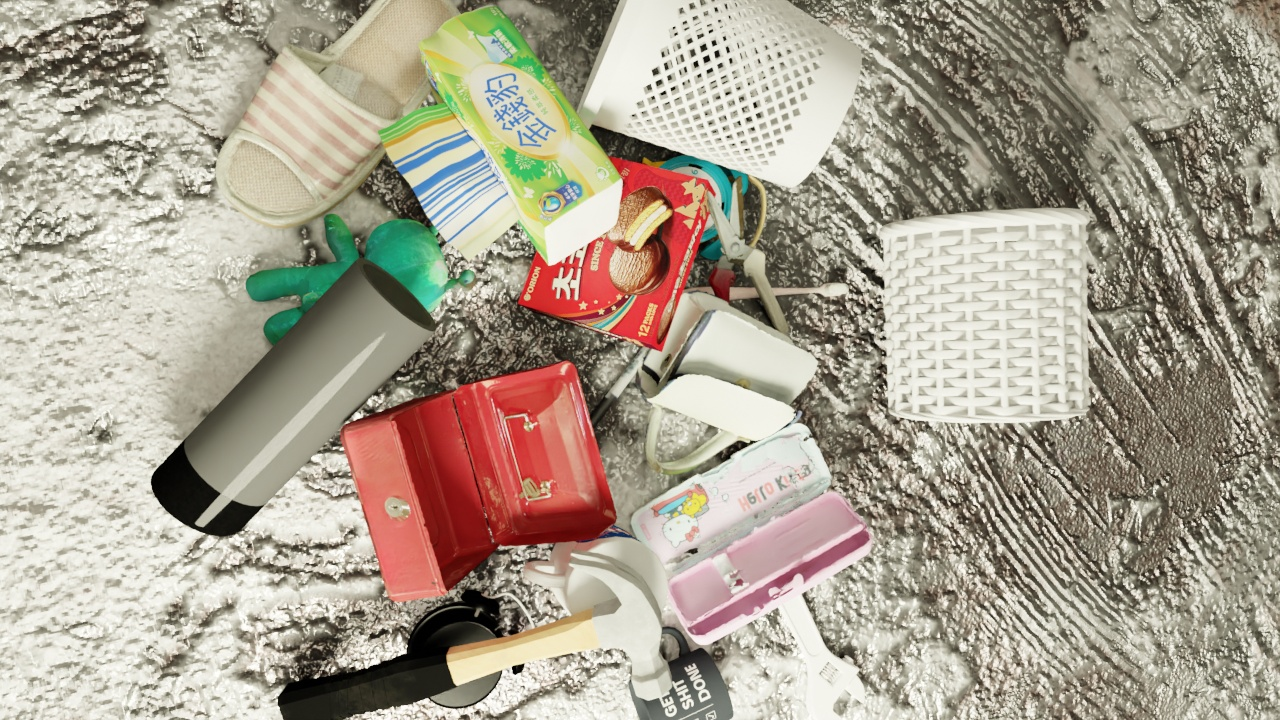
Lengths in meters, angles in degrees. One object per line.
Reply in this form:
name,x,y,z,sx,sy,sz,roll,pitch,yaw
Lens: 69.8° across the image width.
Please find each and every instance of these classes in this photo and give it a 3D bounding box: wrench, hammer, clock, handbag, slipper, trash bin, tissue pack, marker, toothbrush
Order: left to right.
slipper,-0.254,-0.226,0.785,0.115,0.052,0.262,43,79,-14
clock,-0.155,0.260,0.829,0.120,0.042,0.091,-33,100,-13
hammer,-0.142,0.253,0.772,0.328,0.039,0.131,-16,98,3
tissue pack,-0.125,-0.170,0.764,0.141,0.120,0.197,-33,77,-9
marker,-0.005,0.005,0.885,0.011,0.011,0.152,39,80,-14
clock,0.059,-0.150,0.885,0.129,0.044,0.099,12,88,-9
handbag,0.067,0.040,0.862,0.151,0.074,0.176,24,105,-31
trash bin,0.069,-0.251,0.796,0.199,0.195,0.195,22,85,-11
toothbrush,0.124,-0.068,0.918,0.181,0.018,0.015,-3,91,-16
wrench,0.156,0.252,0.935,0.066,0.018,0.273,-28,98,-14

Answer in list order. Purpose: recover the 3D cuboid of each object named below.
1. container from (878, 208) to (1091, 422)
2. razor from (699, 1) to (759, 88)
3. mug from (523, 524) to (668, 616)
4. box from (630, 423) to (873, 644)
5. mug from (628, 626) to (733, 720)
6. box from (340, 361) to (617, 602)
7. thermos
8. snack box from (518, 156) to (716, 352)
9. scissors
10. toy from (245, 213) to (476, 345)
container,0.332,-0.043,0.891,0.189,0.189,0.187,-4,93,-16
razor,0.094,-0.328,0.892,0.052,0.047,0.143,22,88,9
mug,-0.046,0.198,0.835,0.121,0.090,0.091,8,89,-17
box,0.108,0.169,0.893,0.201,0.067,0.153,-27,69,-6
mug,0.031,0.308,0.878,0.077,0.071,0.105,-20,70,-15
box,-0.143,0.101,0.769,0.169,0.157,0.156,-23,98,-53
thermos,-0.277,0.032,0.736,0.240,0.082,0.082,-45,103,6
snack box,-0.021,-0.101,0.828,0.133,0.036,0.152,17,85,19
scissors,0.094,-0.073,0.868,0.179,0.015,0.185,17,109,-39
toy,-0.237,-0.069,0.788,0.193,0.072,0.130,-19,97,-6
